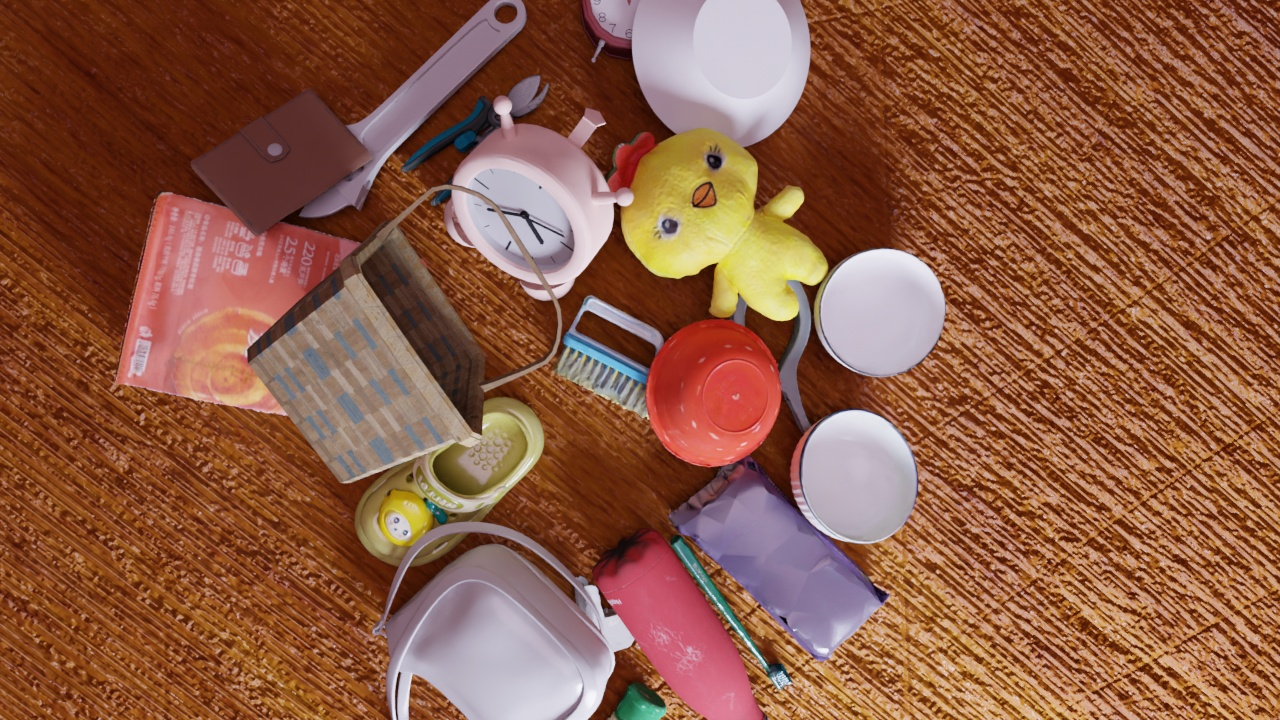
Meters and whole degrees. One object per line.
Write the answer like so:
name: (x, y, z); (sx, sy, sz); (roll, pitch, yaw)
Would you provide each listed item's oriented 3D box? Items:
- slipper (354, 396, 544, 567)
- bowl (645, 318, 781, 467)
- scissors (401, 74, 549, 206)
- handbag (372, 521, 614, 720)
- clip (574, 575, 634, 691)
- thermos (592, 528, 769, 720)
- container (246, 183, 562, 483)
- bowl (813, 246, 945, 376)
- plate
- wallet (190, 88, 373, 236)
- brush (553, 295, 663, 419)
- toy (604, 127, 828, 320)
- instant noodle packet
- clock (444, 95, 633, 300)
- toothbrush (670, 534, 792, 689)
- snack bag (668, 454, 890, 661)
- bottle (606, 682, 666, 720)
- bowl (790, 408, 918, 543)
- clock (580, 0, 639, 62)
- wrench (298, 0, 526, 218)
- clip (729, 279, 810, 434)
slipper: (-0.165, 0.110, 0.803); (0.190, 0.081, 0.091); (-40, 98, -4)
bowl: (0.072, 0.030, 0.788); (0.130, 0.045, 0.130); (-1, 93, -20)
scissors: (-0.149, -0.200, 0.816); (0.150, 0.019, 0.131); (5, 94, -3)
handbag: (-0.150, 0.272, 0.814); (0.216, 0.095, 0.223); (44, 111, 3)
clip: (-0.036, 0.250, 0.849); (0.058, 0.053, 0.102); (-2, 94, 31)
thermos: (0.049, 0.266, 0.829); (0.073, 0.073, 0.240); (-34, 95, -2)
container: (-0.164, -0.032, 0.699); (0.186, 0.250, 0.157); (-32, 107, 0)
bowl: (0.209, -0.044, 0.828); (0.113, 0.063, 0.113); (0, 94, -4)
plate: (0.081, -0.273, 0.792); (0.173, 0.036, 0.174); (-4, 101, -21)
wallet: (-0.300, -0.169, 0.771); (0.120, 0.013, 0.087); (-41, 83, -20)
brush: (-0.005, 0.005, 0.819); (0.136, 0.055, 0.075); (28, 96, -6)
toy: (0.065, -0.117, 0.794); (0.207, 0.092, 0.133); (35, 86, 2)
instant noodle packet: (-0.310, -0.037, 0.794); (0.220, 0.084, 0.164); (13, 88, -13)
clock: (-0.087, -0.134, 0.772); (0.131, 0.086, 0.161); (36, 135, -5)
toothbrush: (0.085, 0.232, 0.841); (0.017, 0.016, 0.190); (-30, 106, 18)
snack bag: (0.128, 0.179, 0.837); (0.205, 0.058, 0.096); (44, 90, -5)
bottle: (-0.022, 0.352, 0.845); (0.043, 0.043, 0.111); (34, 92, -5)
bowl: (0.182, 0.106, 0.827); (0.118, 0.062, 0.118); (4, 77, -18)
clock: (-0.011, -0.322, 0.806); (0.087, 0.044, 0.124); (0, 94, -4)
wrench: (-0.211, -0.230, 0.808); (0.086, 0.018, 0.273); (44, 86, 6)
clip: (0.104, -0.007, 0.842); (0.106, 0.028, 0.163); (-6, 93, -2)
